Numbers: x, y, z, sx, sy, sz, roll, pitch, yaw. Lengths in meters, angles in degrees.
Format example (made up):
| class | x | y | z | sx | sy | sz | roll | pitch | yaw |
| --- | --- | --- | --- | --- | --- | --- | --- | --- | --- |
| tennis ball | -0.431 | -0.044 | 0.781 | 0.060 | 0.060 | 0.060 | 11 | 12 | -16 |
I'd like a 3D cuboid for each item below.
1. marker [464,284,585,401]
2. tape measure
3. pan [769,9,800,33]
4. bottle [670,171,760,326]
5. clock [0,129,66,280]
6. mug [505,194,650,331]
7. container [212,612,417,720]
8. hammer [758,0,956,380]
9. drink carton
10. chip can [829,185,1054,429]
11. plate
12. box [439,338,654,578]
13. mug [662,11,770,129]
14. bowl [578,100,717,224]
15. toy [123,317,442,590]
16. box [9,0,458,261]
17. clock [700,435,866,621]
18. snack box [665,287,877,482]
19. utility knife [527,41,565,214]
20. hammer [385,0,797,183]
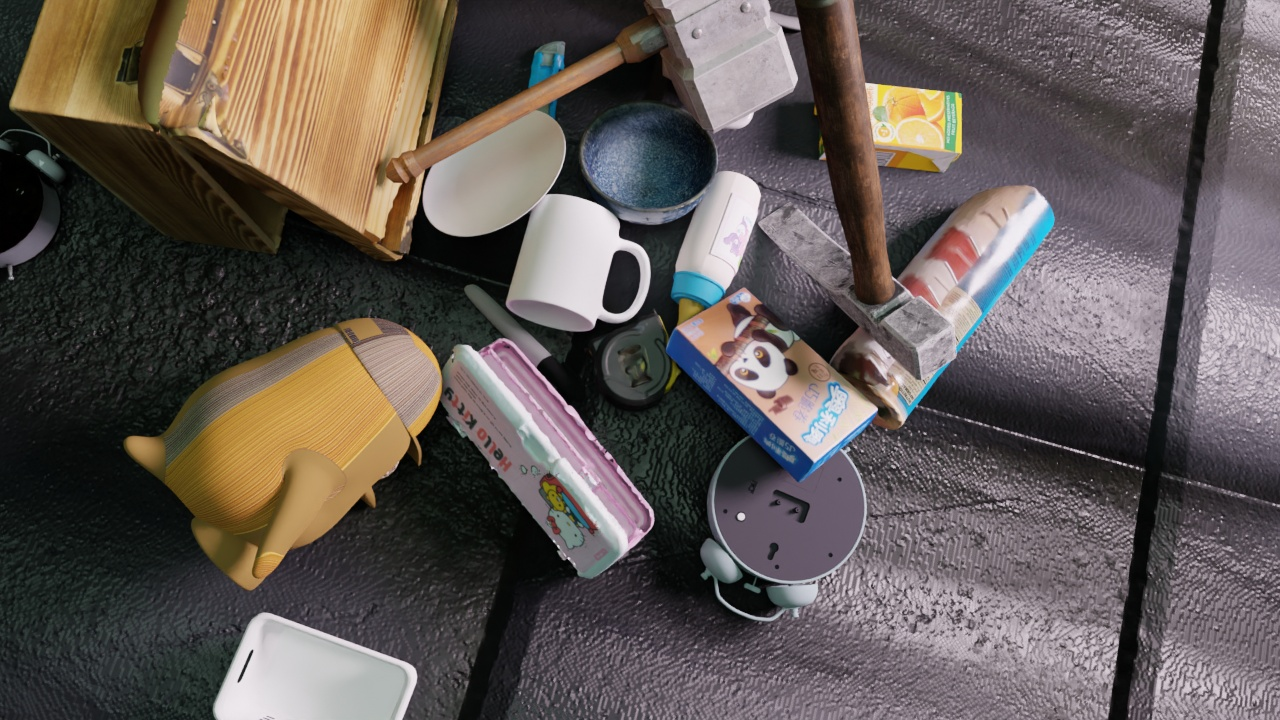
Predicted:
| class | x | y | z | sx | sy | sz | roll | pitch | yaw |
| --- | --- | --- | --- | --- | --- | --- | --- | --- | --- |
| marker | -0.095 | -0.017 | 0.767 | 0.138 | 0.016 | 0.022 | 44 | 47 | 7 |
| tape measure | -0.004 | 0.004 | 0.754 | 0.071 | 0.042 | 0.072 | -24 | 82 | -12 |
| pan | -0.006 | -0.364 | 0.777 | 0.355 | 0.209 | 0.067 | 11 | 94 | -23 |
| bottle | 0.058 | -0.087 | 0.773 | 0.051 | 0.051 | 0.146 | 20 | 77 | 1 |
| clock | -0.526 | -0.134 | 0.753 | 0.094 | 0.035 | 0.122 | 16 | 76 | 0 |
| mug | -0.046 | -0.073 | 0.755 | 0.110 | 0.074 | 0.090 | 17 | 76 | -13 |
| container | -0.235 | 0.244 | 0.679 | 0.129 | 0.049 | 0.080 | 20 | 77 | 1 |
| hammer | 0.127 | -0.142 | 0.640 | 0.037 | 0.301 | 0.217 | -33 | 49 | -5 |
| drink carton | 0.218 | -0.208 | 0.817 | 0.122 | 0.041 | 0.058 | 5 | 77 | -2 |
| chip can | 0.251 | -0.052 | 0.767 | 0.080 | 0.080 | 0.229 | 40 | 77 | 5 |
| plate | -0.122 | -0.156 | 0.771 | 0.135 | 0.011 | 0.134 | -12 | 57 | 18 |
| box | -0.078 | 0.072 | 0.706 | 0.088 | 0.095 | 0.202 | -39 | 83 | -9 |
| mug | 0.065 | -0.254 | 0.804 | 0.089 | 0.071 | 0.107 | 0 | 83 | -1 |
| bowl | 0.004 | -0.157 | 0.777 | 0.114 | 0.061 | 0.114 | 2 | 64 | -5 |
| toy | -0.240 | 0.054 | 0.685 | 0.203 | 0.163 | 0.199 | -37 | 43 | -13 |
| box | -0.272 | -0.247 | 0.681 | 0.215 | 0.257 | 0.278 | 10 | 77 | 1 |
| clock | 0.110 | 0.127 | 0.732 | 0.122 | 0.045 | 0.159 | 23 | 78 | 1 |
| snack box | 0.103 | 0.015 | 0.725 | 0.087 | 0.034 | 0.151 | -31 | 67 | -35 |
| utility knife | -0.088 | -0.206 | 0.810 | 0.031 | 0.015 | 0.173 | 3 | 78 | 2 |
| hammer | -0.055 | -0.215 | 0.702 | 0.318 | 0.163 | 0.082 | -27 | 39 | 3 |
